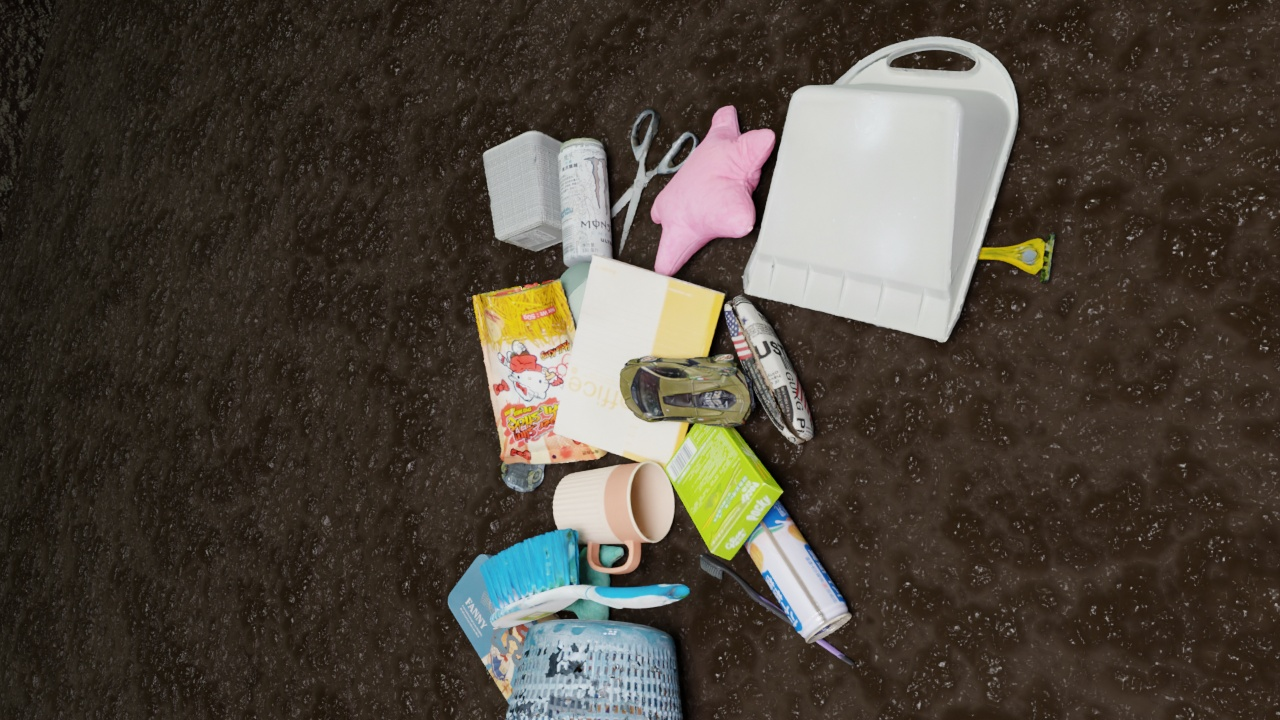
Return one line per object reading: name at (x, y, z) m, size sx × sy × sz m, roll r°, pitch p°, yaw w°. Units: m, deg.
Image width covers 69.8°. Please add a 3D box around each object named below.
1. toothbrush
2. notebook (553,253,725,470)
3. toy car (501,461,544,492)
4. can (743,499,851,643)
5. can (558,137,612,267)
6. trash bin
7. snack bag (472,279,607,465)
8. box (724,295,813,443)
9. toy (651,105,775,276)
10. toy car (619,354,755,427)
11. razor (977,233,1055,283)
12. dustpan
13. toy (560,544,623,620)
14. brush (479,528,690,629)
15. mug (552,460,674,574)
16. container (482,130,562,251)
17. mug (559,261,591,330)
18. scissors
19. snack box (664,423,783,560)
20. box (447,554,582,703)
toothbrush at (0.128, 0.243, 0.894) m, size 0.189 × 0.014 × 0.017 m, roll 30°, pitch 106°, yaw 35°
notebook at (-0.006, 0.006, 0.970) m, size 0.146 × 0.010 × 0.206 m, roll 18°, pitch 109°, yaw 11°
toy car at (-0.133, 0.097, 1.096) m, size 0.054 × 0.036 × 0.120 m, roll 15°, pitch 98°, yaw 32°
can at (0.142, 0.196, 0.868) m, size 0.053 × 0.053 × 0.134 m, roll -44°, pitch 59°, yaw 21°
can at (-0.065, -0.183, 1.081) m, size 0.058 × 0.058 × 0.146 m, roll -11°, pitch 76°, yaw 33°
trash bin at (-0.044, 0.360, 0.889) m, size 0.227 × 0.226 × 0.194 m, roll -13°, pitch 60°, yaw 33°
snack bag at (-0.117, 0.017, 1.030) m, size 0.129 × 0.073 × 0.208 m, roll -8°, pitch 102°, yaw 14°
box at (0.131, 0.006, 0.908) m, size 0.055 × 0.070 × 0.164 m, roll -25°, pitch 68°, yaw 3°
toy at (0.072, -0.167, 0.969) m, size 0.195 × 0.074 × 0.178 m, roll -54°, pitch 33°, yaw 18°
toy car at (0.042, 0.032, 0.922) m, size 0.158 × 0.042 × 0.070 m, roll 0°, pitch 109°, yaw 35°
razor at (0.302, -0.094, 0.830) m, size 0.133 × 0.028 × 0.043 m, roll 7°, pitch 88°, yaw 38°
dustpan at (0.240, -0.177, 0.878) m, size 0.223 × 0.142 × 0.258 m, roll 18°, pitch 113°, yaw 37°
toy at (-0.056, 0.251, 1.015) m, size 0.097 × 0.030 × 0.091 m, roll -12°, pitch 72°, yaw 39°
brush at (-0.064, 0.215, 0.906) m, size 0.316 × 0.060 × 0.109 m, roll -33°, pitch 54°, yaw 42°
mug at (-0.030, 0.169, 0.977) m, size 0.106 × 0.081 × 0.114 m, roll -12°, pitch 68°, yaw 35°
container at (-0.130, -0.202, 1.123) m, size 0.090 × 0.090 × 0.114 m, roll -16°, pitch 75°, yaw 33°
mug at (-0.040, -0.049, 1.035) m, size 0.106 × 0.082 × 0.112 m, roll 22°, pitch 112°, yaw 36°
scissors at (0.001, -0.214, 1.076) m, size 0.178 × 0.014 × 0.159 m, roll -20°, pitch 70°, yaw 33°
snack box at (0.077, 0.117, 0.904) m, size 0.086 × 0.026 × 0.156 m, roll -56°, pitch 27°, yaw 12°
box at (-0.147, 0.302, 1.051) m, size 0.184 × 0.060 × 0.090 m, roll 43°, pitch 105°, yaw 32°
